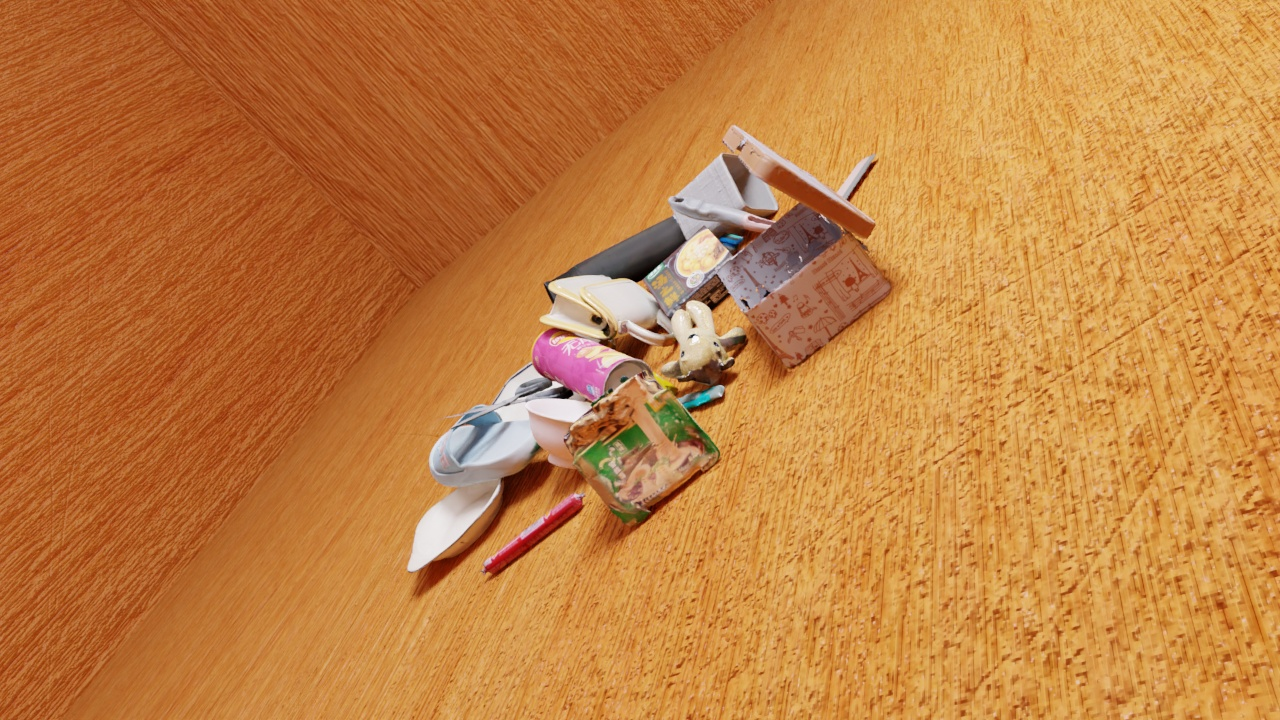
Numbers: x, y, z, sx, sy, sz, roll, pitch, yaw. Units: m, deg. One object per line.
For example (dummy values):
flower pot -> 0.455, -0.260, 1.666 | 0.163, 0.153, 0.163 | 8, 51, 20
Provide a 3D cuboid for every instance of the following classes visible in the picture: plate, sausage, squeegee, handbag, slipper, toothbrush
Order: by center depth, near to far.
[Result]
sausage -> -0.119, 0.193, 1.017 | 0.156, 0.020, 0.020 | -39, 19, 15
toothbrush -> -0.007, 0.007, 1.124 | 0.015, 0.016, 0.190 | -49, 32, -4
squeegee -> 0.140, -0.183, 1.176 | 0.250, 0.040, 0.247 | 16, 58, 36
plate -> -0.232, 0.205, 1.200 | 0.164, 0.034, 0.163 | -41, 18, 7
slipper -> -0.211, 0.107, 1.203 | 0.246, 0.074, 0.103 | -12, 32, 49
handbag -> -0.022, -0.064, 1.210 | 0.163, 0.179, 0.063 | -21, -54, -62
plate -> -0.124, 0.048, 1.284 | 0.266, 0.034, 0.161 | -33, 34, 30

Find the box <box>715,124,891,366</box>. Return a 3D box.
box -> 0.134, -0.131, 0.917 | 0.157, 0.193, 0.183 | -41, 18, 10

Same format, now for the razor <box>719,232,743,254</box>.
razor -> 0.089, -0.113, 1.249 | 0.142, 0.022, 0.043 | -51, 31, -8

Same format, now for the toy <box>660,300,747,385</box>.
toy -> 0.065, -0.022, 1.029 | 0.105, 0.066, 0.157 | -22, 25, 7

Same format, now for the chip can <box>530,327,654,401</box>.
chip can -> -0.063, 0.011, 1.134 | 0.071, 0.071, 0.211 | -48, 29, -12

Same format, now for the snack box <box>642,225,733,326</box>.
snack box -> 0.069, -0.110, 1.207 | 0.113, 0.053, 0.125 | -41, 37, 7

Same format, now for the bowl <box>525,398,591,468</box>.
bowl -> -0.078, 0.088, 1.066 | 0.118, 0.118, 0.065 | -149, 66, -71

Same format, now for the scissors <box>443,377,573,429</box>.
scissors -> -0.169, 0.055, 1.198 | 0.160, 0.014, 0.175 | -5, 18, 20

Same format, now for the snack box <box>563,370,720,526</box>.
snack box -> 0.001, 0.073, 0.907 | 0.118, 0.117, 0.105 | -38, 7, 9

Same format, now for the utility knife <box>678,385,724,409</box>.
utility knife -> 0.038, 0.050, 1.007 | 0.157, 0.013, 0.029 | -24, 18, 47

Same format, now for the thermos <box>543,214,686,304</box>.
thermos -> -0.018, -0.136, 1.358 | 0.242, 0.068, 0.090 | -29, 42, -7

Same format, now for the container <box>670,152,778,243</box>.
container -> 0.114, -0.219, 1.292 | 0.115, 0.090, 0.090 | -34, -17, 37
